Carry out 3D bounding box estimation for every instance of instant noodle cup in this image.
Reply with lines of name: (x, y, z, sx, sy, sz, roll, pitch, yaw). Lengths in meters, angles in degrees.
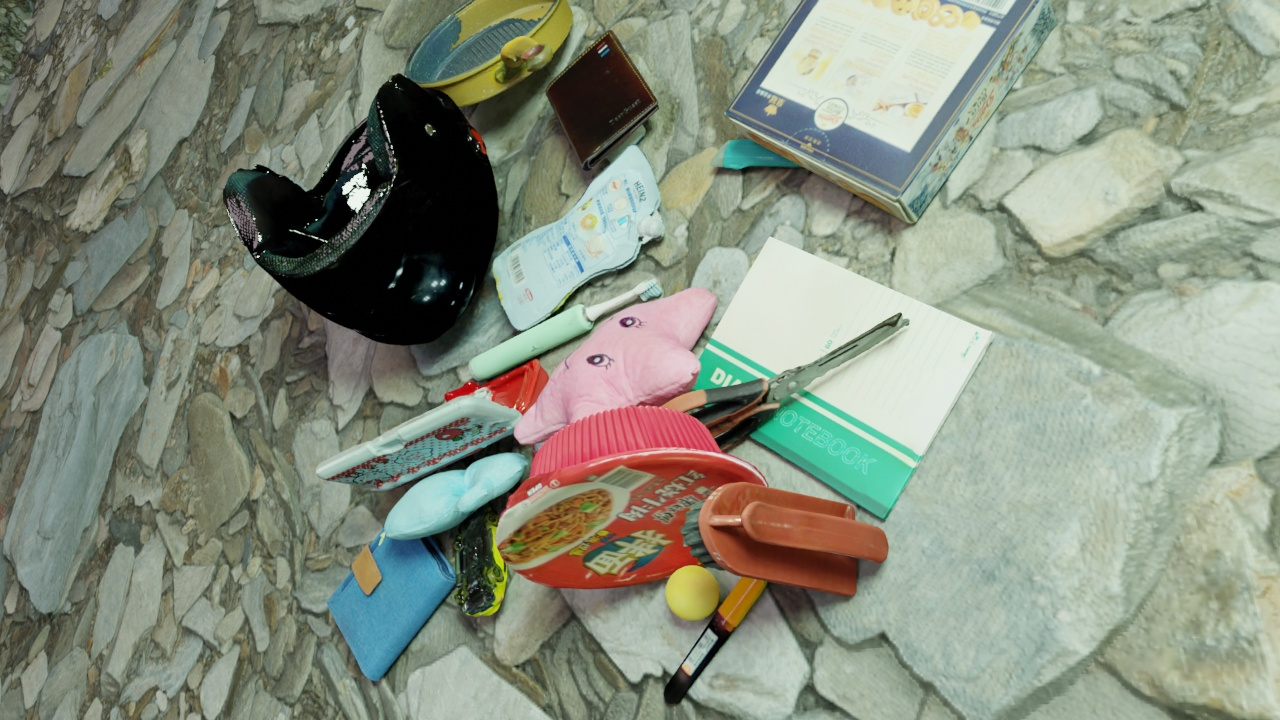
instant noodle cup: (-0.009, 0.093, 0.654, 0.194, 0.193, 0.065, -32, 50, 24)

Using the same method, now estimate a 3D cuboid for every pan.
pan: (-0.142, -0.325, 0.941, 0.197, 0.078, 0.357, -36, 40, -2)

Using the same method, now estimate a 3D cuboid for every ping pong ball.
ping pong ball: (0.039, 0.173, 0.683, 0.040, 0.040, 0.040, -15, 63, 33)

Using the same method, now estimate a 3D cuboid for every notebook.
notebook: (0.138, 0.005, 0.694, 0.209, 0.012, 0.150, 32, 94, 41)

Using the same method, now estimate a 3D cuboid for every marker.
marker: (0.055, 0.204, 0.677, 0.018, 0.015, 0.124, 41, 101, 36)

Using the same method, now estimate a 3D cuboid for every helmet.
helmet: (-0.255, -0.151, 0.926, 0.234, 0.230, 0.274, -18, 37, 24)

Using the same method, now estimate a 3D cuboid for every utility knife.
utility knife: (0.137, -0.171, 0.764, 0.180, 0.013, 0.029, 10, 81, 37)

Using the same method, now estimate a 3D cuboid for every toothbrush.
toothbrush: (-0.075, -0.030, 0.865, 0.225, 0.027, 0.026, -24, 30, 29)

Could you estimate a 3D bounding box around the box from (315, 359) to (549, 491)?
box: (-0.187, 0.069, 0.854, 0.202, 0.154, 0.073, -25, 93, 27)

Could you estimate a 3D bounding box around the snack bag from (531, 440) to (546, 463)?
snack bag: (-0.062, 0.068, 0.814, 0.104, 0.026, 0.048, -8, 74, 35)

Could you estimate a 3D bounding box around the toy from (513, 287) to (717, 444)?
toy: (-0.004, 0.004, 0.745, 0.179, 0.074, 0.194, 0, 42, 52)

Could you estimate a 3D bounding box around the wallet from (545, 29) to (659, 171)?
wallet: (-0.040, -0.256, 0.901, 0.096, 0.020, 0.122, -39, 55, 19)

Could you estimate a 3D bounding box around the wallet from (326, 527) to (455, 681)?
wallet: (-0.242, 0.224, 0.888, 0.133, 0.040, 0.106, -51, 54, 9)

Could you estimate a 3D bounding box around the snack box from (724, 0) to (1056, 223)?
snack box: (0.186, -0.225, 0.712, 0.178, 0.045, 0.182, 38, 96, 34)

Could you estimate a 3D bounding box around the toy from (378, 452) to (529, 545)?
toy: (-0.174, 0.126, 0.839, 0.156, 0.050, 0.161, -28, 7, -10)

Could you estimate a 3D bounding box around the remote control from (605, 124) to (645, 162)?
remote control: (-0.038, -0.253, 0.928, 0.049, 0.024, 0.124, -41, 51, 17)

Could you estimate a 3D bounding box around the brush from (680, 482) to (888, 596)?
brush: (0.095, 0.113, 0.593, 0.069, 0.145, 0.063, -19, 61, 47)

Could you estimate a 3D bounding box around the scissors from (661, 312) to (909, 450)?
scissors: (0.089, 0.019, 0.665, 0.208, 0.191, 0.015, -60, 38, 45)

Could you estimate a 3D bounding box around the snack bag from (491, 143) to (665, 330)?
snack bag: (-0.059, -0.114, 0.880, 0.191, 0.039, 0.110, -32, 50, 22)

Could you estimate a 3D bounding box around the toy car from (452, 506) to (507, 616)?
toy car: (-0.142, 0.181, 0.829, 0.048, 0.032, 0.105, -36, 42, 20)
